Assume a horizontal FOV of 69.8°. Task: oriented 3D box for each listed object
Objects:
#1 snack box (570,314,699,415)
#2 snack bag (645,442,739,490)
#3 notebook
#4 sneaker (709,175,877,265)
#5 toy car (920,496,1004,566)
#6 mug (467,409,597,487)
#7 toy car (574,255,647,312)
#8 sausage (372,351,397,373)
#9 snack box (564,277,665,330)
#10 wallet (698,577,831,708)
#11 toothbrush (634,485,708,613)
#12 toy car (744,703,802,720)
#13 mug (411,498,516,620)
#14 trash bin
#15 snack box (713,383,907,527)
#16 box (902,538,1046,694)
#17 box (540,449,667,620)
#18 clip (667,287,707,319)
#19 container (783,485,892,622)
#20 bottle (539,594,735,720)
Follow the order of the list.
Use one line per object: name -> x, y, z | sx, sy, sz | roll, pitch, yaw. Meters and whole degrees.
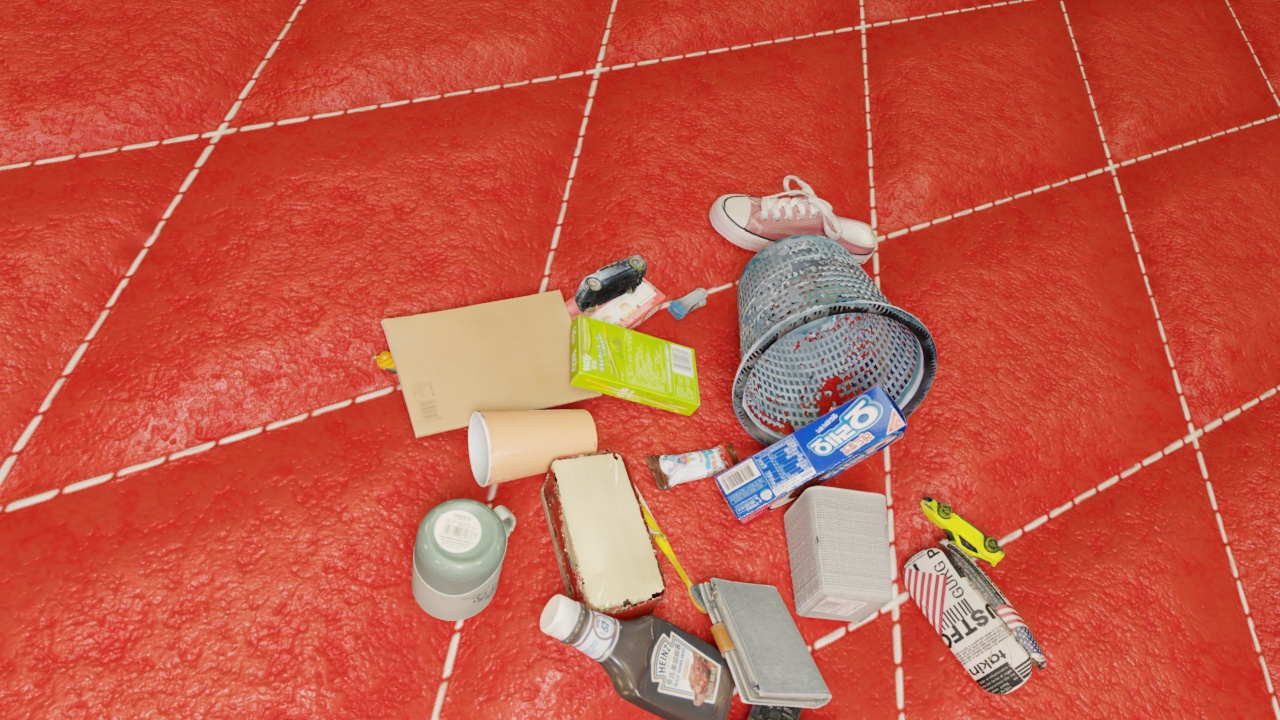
snack box -> -0.006, 0.006, 1.057 | 0.156, 0.026, 0.085 | 16, 49, -24
snack bag -> 0.060, 0.116, 1.019 | 0.105, 0.026, 0.045 | -10, 61, -19
notebook -> -0.165, -0.002, 1.023 | 0.211, 0.012, 0.149 | -12, 62, -22
sneaker -> 0.218, -0.196, 1.256 | 0.241, 0.088, 0.118 | 12, 52, -8
toy car -> 0.359, 0.193, 1.035 | 0.105, 0.048, 0.032 | 39, 86, 13
mug -> -0.112, 0.086, 0.967 | 0.122, 0.078, 0.078 | -5, 56, -25
toy car -> -0.037, -0.094, 1.100 | 0.105, 0.049, 0.031 | -28, 63, -31
sausage -> -0.217, 0.019, 1.017 | 0.165, 0.022, 0.021 | 17, 52, -3
snack box -> -0.045, -0.057, 1.120 | 0.075, 0.026, 0.152 | 41, 54, 14
wallet -> 0.114, 0.272, 0.883 | 0.106, 0.037, 0.129 | 15, 32, -32
toothbrush -> 0.019, 0.181, 0.964 | 0.016, 0.018, 0.191 | -19, 61, -29
toy car -> 0.126, 0.336, 0.870 | 0.049, 0.031, 0.106 | 28, 48, 5
mug -> -0.160, 0.177, 0.862 | 0.082, 0.107, 0.111 | 41, 54, 17
trash bin -> 0.203, -0.034, 1.072 | 0.226, 0.227, 0.194 | 5, 40, -12
snack box -> 0.183, 0.103, 0.983 | 0.207, 0.058, 0.057 | -30, 67, 1
box -> 0.360, 0.269, 0.981 | 0.086, 0.076, 0.162 | 4, 43, -51
box -> -0.040, 0.174, 0.915 | 0.091, 0.079, 0.168 | -7, 56, -20
clip -> 0.061, -0.073, 1.167 | 0.057, 0.036, 0.025 | -32, 66, -28
container -> 0.207, 0.205, 0.957 | 0.090, 0.090, 0.114 | 8, 56, -9
bottle -> -0.001, 0.269, 0.835 | 0.195, 0.044, 0.079 | 32, 52, -18
